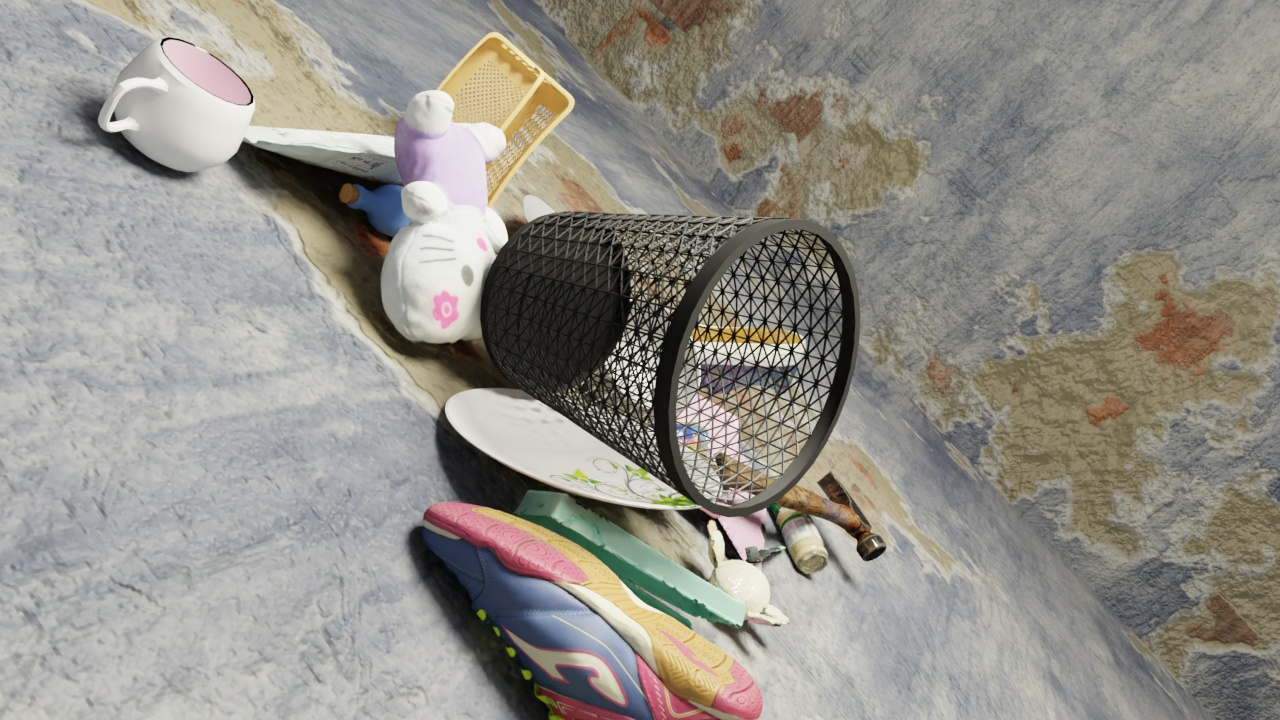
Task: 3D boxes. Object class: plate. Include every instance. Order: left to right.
[{"bbox_3d":[-0.099,-0.130,1.152,0.173,0.019,0.172,51,16,-22],"label":"plate"},{"bbox_3d":[-0.048,0.079,0.737,0.229,0.030,0.229,17,11,-4],"label":"plate"}]

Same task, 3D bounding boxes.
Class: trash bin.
[{"bbox_3d":[0.010,-0.021,0.733,0.243,0.217,0.216,19,-3,42],"label":"trash bin"}]

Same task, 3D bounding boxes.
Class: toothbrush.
[{"bbox_3d":[0.130,0.195,0.942,0.188,0.014,0.017,23,57,-70],"label":"toothbrush"}]

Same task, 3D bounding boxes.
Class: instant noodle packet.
[{"bbox_3d":[-0.261,-0.189,0.867,0.147,0.057,0.268,13,10,18],"label":"instant noodle packet"}]

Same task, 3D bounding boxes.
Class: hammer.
[{"bbox_3d":[0.167,0.145,1.009,0.330,0.033,0.120,27,25,-49],"label":"hammer"}]

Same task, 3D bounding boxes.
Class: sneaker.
[{"bbox_3d":[-0.049,0.174,0.555,0.242,0.091,0.116,31,7,20],"label":"sneaker"},{"bbox_3d":[0.077,0.003,1.090,0.235,0.079,0.087,3,21,-3],"label":"sneaker"}]

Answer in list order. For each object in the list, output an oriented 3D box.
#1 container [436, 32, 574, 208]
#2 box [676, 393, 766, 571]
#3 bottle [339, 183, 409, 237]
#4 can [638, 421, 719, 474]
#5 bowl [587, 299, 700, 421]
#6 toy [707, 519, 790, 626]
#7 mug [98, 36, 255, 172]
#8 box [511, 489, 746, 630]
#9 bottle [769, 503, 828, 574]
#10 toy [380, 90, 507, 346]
[{"bbox_3d":[-0.180,-0.268,1.049,0.129,0.183,0.167,37,13,-25],"label":"container"},{"bbox_3d":[0.089,0.120,1.002,0.180,0.055,0.232,44,18,-6],"label":"box"},{"bbox_3d":[-0.230,-0.141,0.874,0.048,0.048,0.131,54,20,26],"label":"bottle"},{"bbox_3d":[0.020,0.094,0.844,0.099,0.054,0.059,0,35,-12],"label":"can"},{"bbox_3d":[-0.006,0.006,0.982,0.131,0.065,0.131,17,58,-30],"label":"bowl"},{"bbox_3d":[0.086,0.200,0.818,0.112,0.050,0.087,43,12,15],"label":"toy"},{"bbox_3d":[-0.343,-0.181,0.664,0.090,0.076,0.123,44,18,-2],"label":"mug"},{"bbox_3d":[-0.020,0.174,0.682,0.188,0.079,0.078,37,-21,-25],"label":"box"},{"bbox_3d":[0.182,0.194,1.056,0.042,0.043,0.109,34,22,-32],"label":"bottle"},{"bbox_3d":[-0.170,-0.113,0.781,0.137,0.086,0.209,16,73,-69],"label":"toy"}]
